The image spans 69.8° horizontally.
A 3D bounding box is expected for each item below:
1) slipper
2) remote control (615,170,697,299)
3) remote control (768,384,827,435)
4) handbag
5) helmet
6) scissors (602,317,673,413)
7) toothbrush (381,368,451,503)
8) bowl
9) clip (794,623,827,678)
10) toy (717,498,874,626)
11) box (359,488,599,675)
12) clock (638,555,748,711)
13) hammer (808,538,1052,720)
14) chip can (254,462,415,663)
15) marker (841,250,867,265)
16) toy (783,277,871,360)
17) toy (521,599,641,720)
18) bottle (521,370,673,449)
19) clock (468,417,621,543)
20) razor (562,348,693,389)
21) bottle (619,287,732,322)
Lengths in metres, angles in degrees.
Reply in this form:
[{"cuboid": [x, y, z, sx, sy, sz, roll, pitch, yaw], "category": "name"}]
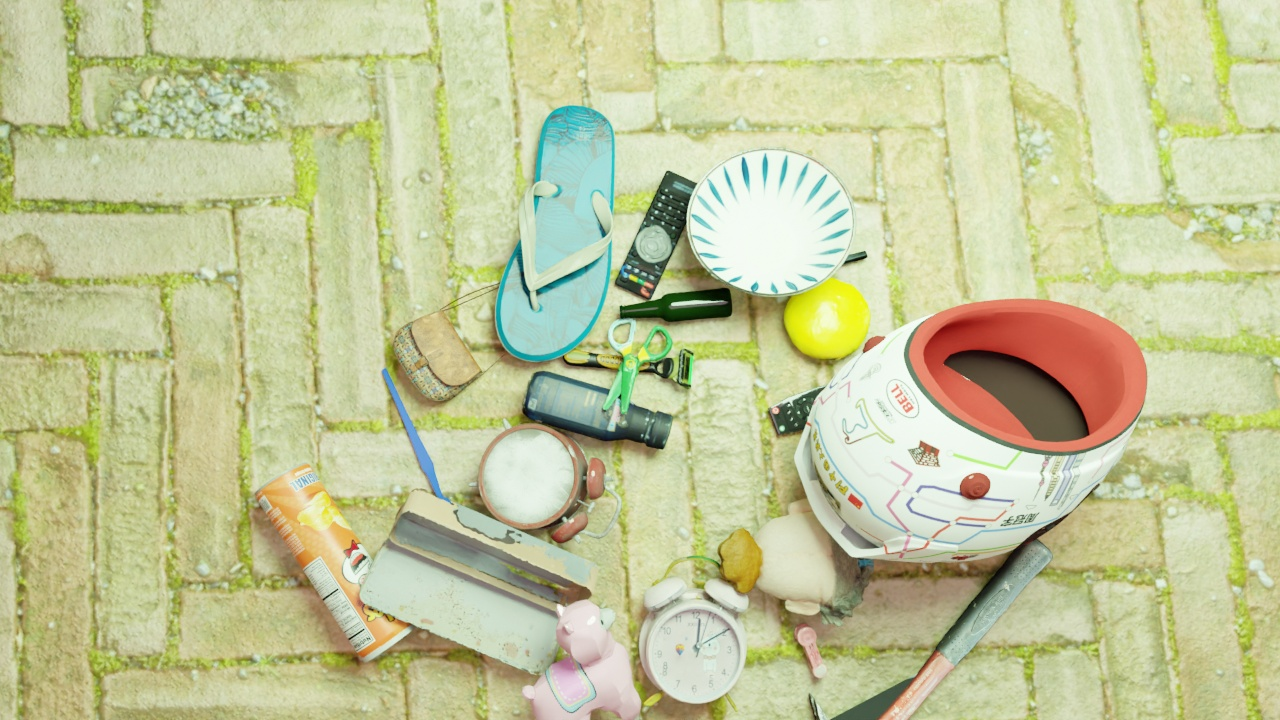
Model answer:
[{"cuboid": [-0.080, -0.142, 0.996, 0.118, 0.060, 0.294, 11, 82, -13], "category": "slipper"}, {"cuboid": [0.020, -0.139, 1.024, 0.045, 0.021, 0.140, 25, 90, 2], "category": "remote control"}, {"cuboid": [0.205, 0.047, 1.018, 0.124, 0.010, 0.039, -20, 86, -3], "category": "remote control"}, {"cuboid": [-0.171, -0.038, 1.005, 0.195, 0.043, 0.093, -33, 87, -7], "category": "handbag"}, {"cuboid": [0.315, 0.080, 0.910, 0.314, 0.237, 0.230, -11, 52, -21], "category": "helmet"}, {"cuboid": [-0.021, 0.003, 0.988, 0.078, 0.013, 0.131, 24, 57, 12], "category": "scissors"}, {"cuboid": [-0.244, 0.093, 1.007, 0.016, 0.011, 0.186, -25, 84, -3], "category": "toothbrush"}, {"cuboid": [0.139, -0.136, 0.992, 0.177, 0.071, 0.177, -1, 70, 4], "category": "bowl"}, {"cuboid": [0.184, 0.314, 0.997, 0.022, 0.039, 0.059, -18, 81, -6], "category": "clip"}, {"cuboid": [0.165, 0.212, 0.971, 0.176, 0.076, 0.132, 5, 68, -9], "category": "toy"}, {"cuboid": [-0.165, 0.232, 0.941, 0.217, 0.121, 0.094, 26, 41, -12], "category": "box"}, {"cuboid": [0.058, 0.286, 0.973, 0.117, 0.059, 0.158, 3, 85, -1], "category": "clock"}, {"cuboid": [0.321, 0.314, 0.990, 0.140, 0.036, 0.326, 43, 86, 0], "category": "hammer"}, {"cuboid": [-0.322, 0.212, 0.968, 0.062, 0.062, 0.210, -34, 87, -4], "category": "chip can"}, {"cuboid": [0.195, -0.102, 1.026, 0.123, 0.018, 0.015, -16, 84, -2], "category": "marker"}, {"cuboid": [0.206, -0.046, 1.011, 0.095, 0.041, 0.094, -8, 81, -1], "category": "toy"}, {"cuboid": [-0.061, 0.318, 0.934, 0.123, 0.067, 0.157, -29, 120, -4], "category": "toy"}, {"cuboid": [-0.046, 0.056, 0.989, 0.161, 0.056, 0.056, 16, 85, 0], "category": "bottle"}, {"cuboid": [-0.094, 0.133, 0.976, 0.157, 0.062, 0.110, 26, 86, 14], "category": "clock"}, {"cuboid": [-0.014, 0.003, 1.012, 0.144, 0.021, 0.044, 7, 68, -2], "category": "razor"}, {"cuboid": [0.038, -0.059, 1.012, 0.123, 0.033, 0.033, -5, 86, -1], "category": "bottle"}]
